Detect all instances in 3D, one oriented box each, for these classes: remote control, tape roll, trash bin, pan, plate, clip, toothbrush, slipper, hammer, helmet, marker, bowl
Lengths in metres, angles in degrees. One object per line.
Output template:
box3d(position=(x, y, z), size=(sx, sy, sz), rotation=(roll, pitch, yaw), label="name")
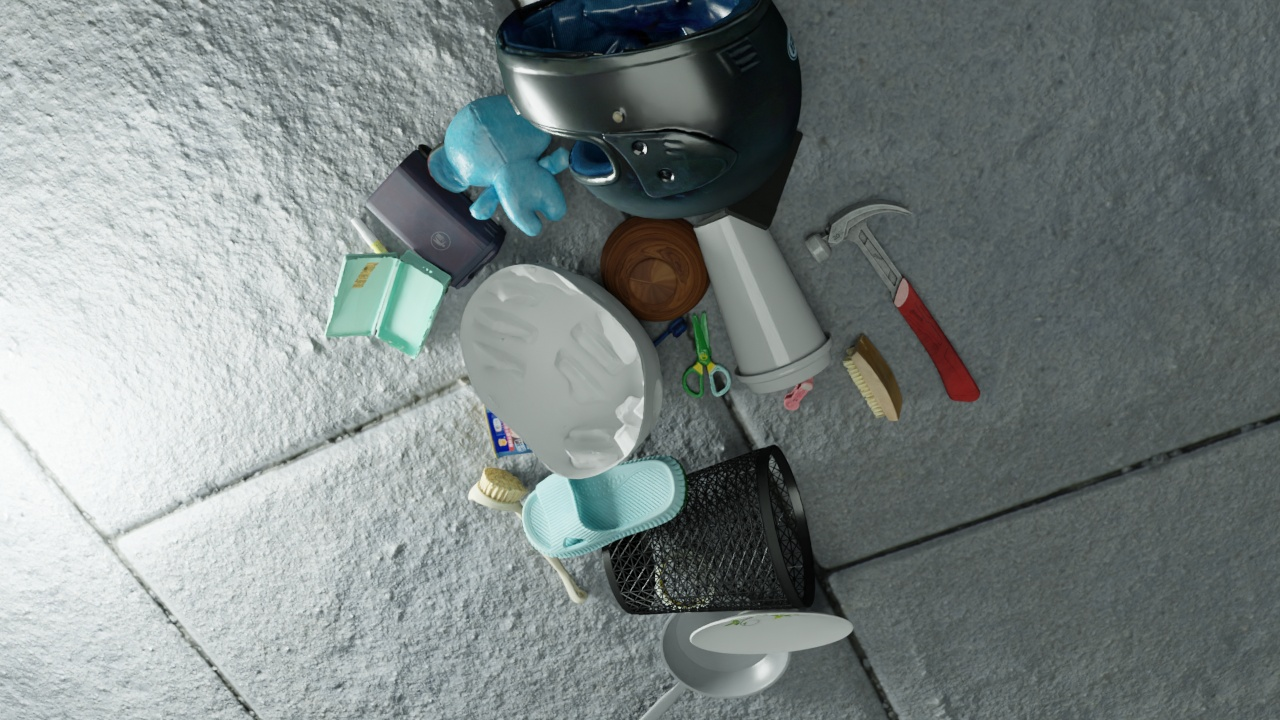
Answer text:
box3d(position=(0.148, -0.225, 1.100), size=(0.058, 0.013, 0.133), rotation=(23, 75, -5), label="remote control")
box3d(position=(0.068, 0.327, 1.367), size=(0.094, 0.019, 0.094), rotation=(-1, 88, 16), label="tape roll")
box3d(position=(0.090, 0.248, 1.259), size=(0.244, 0.216, 0.217), rotation=(-15, 111, 18), label="trash bin")
box3d(position=(0.082, 0.491, 1.442), size=(0.200, 0.050, 0.357), rotation=(37, 112, -11), label="pan")
box3d(position=(0.184, 0.376, 1.304), size=(0.229, 0.030, 0.230), rotation=(-2, 150, -1), label="plate")
box3d(position=(0.217, 0.045, 1.244), size=(0.023, 0.044, 0.060), rotation=(30, 99, -4), label="clip")
box3d(position=(-0.007, 0.007, 1.255), size=(0.190, 0.016, 0.017), rotation=(-41, 59, 20), label="toothbrush")
box3d(position=(-0.062, 0.190, 1.211), size=(0.277, 0.069, 0.116), rotation=(-21, 69, 30), label="slipper")
box3d(position=(0.352, -0.069, 1.184), size=(0.126, 0.036, 0.316), rotation=(-35, 107, 16), label="hammer")
box3d(position=(-0.254, -0.178, 1.162), size=(0.094, 0.092, 0.161), rotation=(-41, 109, 19), label="trash bin")
box3d(position=(0.018, -0.274, 1.010), size=(0.316, 0.248, 0.236), rotation=(-5, 133, 9), label="helmet")
box3d(position=(-0.100, 0.003, 1.172), size=(0.282, 0.183, 0.225), rotation=(37, 113, -8), label="helmet")
box3d(position=(-0.339, -0.137, 1.226), size=(0.014, 0.014, 0.132), rotation=(-31, 107, 17), label="marker")
box3d(position=(0.018, -0.110, 1.175), size=(0.147, 0.068, 0.147), rotation=(2, 114, 4), label="bowl")

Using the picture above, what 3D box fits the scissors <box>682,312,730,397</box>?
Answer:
box3d(position=(0.092, -0.007, 1.244), size=(0.071, 0.014, 0.131), rotation=(2, 115, 5), label="scissors")

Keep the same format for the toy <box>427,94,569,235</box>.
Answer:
box3d(position=(-0.154, -0.238, 1.116), size=(0.183, 0.115, 0.180), rotation=(-33, 89, 2), label="toy")

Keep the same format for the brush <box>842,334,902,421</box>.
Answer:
box3d(position=(0.309, 0.026, 1.220), size=(0.039, 0.049, 0.117), rotation=(-25, 110, 34), label="brush")

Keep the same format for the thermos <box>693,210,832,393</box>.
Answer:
box3d(position=(0.147, -0.081, 1.153), size=(0.132, 0.131, 0.222), rotation=(-22, 102, 14), label="thermos")

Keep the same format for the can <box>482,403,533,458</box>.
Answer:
box3d(position=(-0.180, 0.086, 1.288), size=(0.059, 0.053, 0.100), rotation=(-6, 113, 6), label="can")

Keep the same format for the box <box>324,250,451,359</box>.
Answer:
box3d(position=(-0.330, -0.074, 1.190), size=(0.138, 0.057, 0.188), rotation=(19, 143, -17), label="box")

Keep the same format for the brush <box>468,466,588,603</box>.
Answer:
box3d(position=(-0.156, 0.266, 1.369), size=(0.077, 0.061, 0.272), rotation=(-27, 113, 20), label="brush")
